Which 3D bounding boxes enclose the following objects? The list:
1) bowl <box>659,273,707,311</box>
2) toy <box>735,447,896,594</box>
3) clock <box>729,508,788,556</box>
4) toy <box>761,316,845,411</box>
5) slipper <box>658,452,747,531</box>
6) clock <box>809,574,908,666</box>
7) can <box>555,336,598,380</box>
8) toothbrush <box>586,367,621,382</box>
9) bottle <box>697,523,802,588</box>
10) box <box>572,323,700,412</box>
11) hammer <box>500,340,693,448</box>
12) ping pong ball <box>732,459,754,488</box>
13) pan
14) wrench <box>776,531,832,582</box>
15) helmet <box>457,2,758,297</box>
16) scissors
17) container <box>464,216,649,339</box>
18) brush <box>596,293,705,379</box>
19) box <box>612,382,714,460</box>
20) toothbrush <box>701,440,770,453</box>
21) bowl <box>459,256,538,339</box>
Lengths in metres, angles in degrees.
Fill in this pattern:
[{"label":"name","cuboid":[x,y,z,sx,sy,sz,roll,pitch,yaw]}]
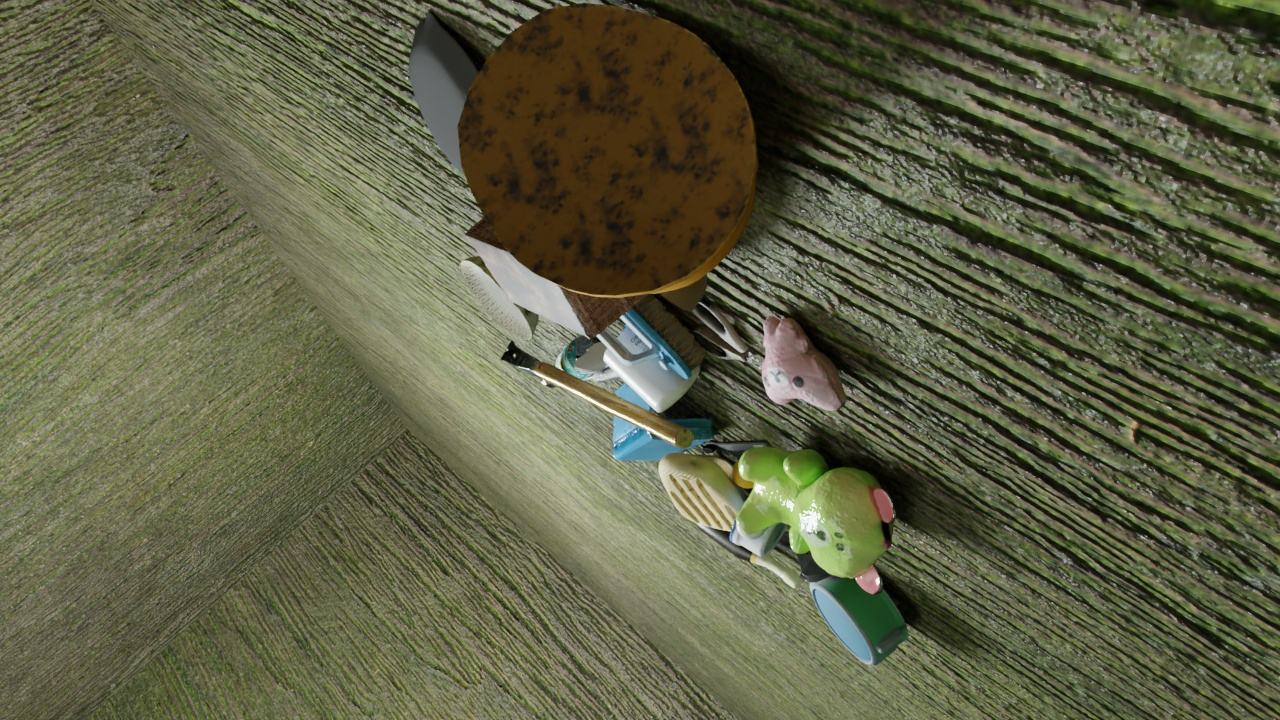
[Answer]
[{"label":"bowl","cuboid":[0.010,-0.116,0.846,0.152,0.050,0.152,42,-167,-12]},{"label":"toy","cuboid":[0.200,0.161,1.005,0.197,0.107,0.150,20,126,35]},{"label":"clock","cuboid":[0.156,0.201,1.178,0.052,0.088,0.125,31,158,24]},{"label":"toy","cuboid":[0.144,0.002,0.864,0.099,0.052,0.096,6,124,57]},{"label":"slipper","cuboid":[0.096,0.164,1.240,0.111,0.079,0.261,10,158,22]},{"label":"clock","cuboid":[0.272,0.308,1.188,0.161,0.075,0.122,50,166,27]},{"label":"can","cuboid":[-0.090,0.001,1.333,0.055,0.054,0.102,47,161,-3]},{"label":"toothbrush","cuboid":[-0.056,0.022,1.357,0.024,0.022,0.186,20,168,-19]},{"label":"bottle","cuboid":[0.167,0.285,1.387,0.184,0.045,0.045,32,157,35]},{"label":"box","cuboid":[-0.010,0.006,1.122,0.147,0.084,0.137,44,151,10]},{"label":"hammer","cuboid":[-0.061,0.044,1.178,0.331,0.033,0.132,23,171,43]},{"label":"ping pong ball","cuboid":[0.137,0.143,1.173,0.040,0.040,0.040,40,160,17]},{"label":"pan","cuboid":[-0.169,-0.247,0.976,0.355,0.024,0.217,34,149,42]},{"label":"wrench","cuboid":[0.194,0.242,1.234,0.018,0.073,0.273,51,166,-14]},{"label":"helmet","cuboid":[-0.007,-0.144,0.716,0.255,0.205,0.131,43,-173,25]},{"label":"scissors","cuboid":[0.110,-0.005,0.973,0.165,0.012,0.150,48,162,-8]},{"label":"container","cuboid":[-0.085,-0.117,1.002,0.199,0.112,0.114,24,152,49]},{"label":"brush","cuboid":[0.005,-0.026,1.035,0.136,0.075,0.055,46,171,13]},{"label":"box","cuboid":[0.025,0.072,1.279,0.094,0.112,0.232,2,167,-12]},{"label":"toothbrush","cuboid":[0.122,0.111,1.185,0.013,0.013,0.168,50,158,-11]},{"label":"bowl","cuboid":[-0.186,-0.103,1.311,0.145,0.063,0.145,39,159,18]}]
